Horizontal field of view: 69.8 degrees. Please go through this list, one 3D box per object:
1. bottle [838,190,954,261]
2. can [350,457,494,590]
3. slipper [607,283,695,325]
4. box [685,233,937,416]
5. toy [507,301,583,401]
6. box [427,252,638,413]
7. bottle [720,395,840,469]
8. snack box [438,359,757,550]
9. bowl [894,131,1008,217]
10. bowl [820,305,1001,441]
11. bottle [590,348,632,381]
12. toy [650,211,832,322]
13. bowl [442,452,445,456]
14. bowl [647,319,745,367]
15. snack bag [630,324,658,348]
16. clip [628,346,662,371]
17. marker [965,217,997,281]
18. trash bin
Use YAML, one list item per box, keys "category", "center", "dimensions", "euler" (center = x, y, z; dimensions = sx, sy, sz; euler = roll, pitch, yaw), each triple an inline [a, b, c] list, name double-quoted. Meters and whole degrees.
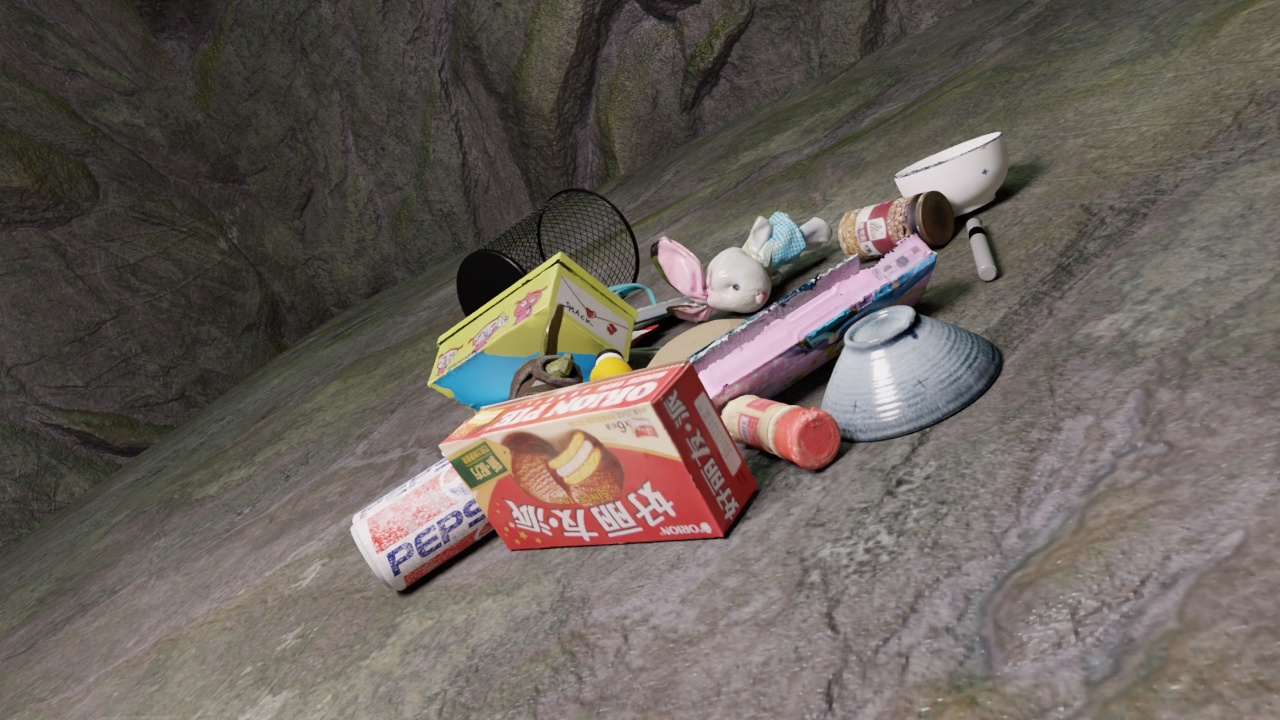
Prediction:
- category: "bottle"
  center: [0.261, -0.137, 0.944]
  dimensions: [0.056, 0.056, 0.105]
  euler: [-39, 19, -32]
- category: "can"
  center: [-0.180, 0.137, 0.815]
  dimensions: [0.136, 0.078, 0.078]
  euler: [-33, 17, -12]
- category: "slipper"
  center: [-0.062, -0.053, 1.144]
  dimensions: [0.269, 0.054, 0.098]
  euler: [-17, -2, 5]
- category: "box"
  center: [0.139, -0.027, 0.771]
  dimensions: [0.230, 0.053, 0.085]
  euler: [-32, -23, -10]
- category: "toy"
  center: [-0.086, 0.050, 0.850]
  dimensions: [0.078, 0.180, 0.152]
  euler: [12, 21, -10]
- category: "box"
  center: [-0.123, -0.013, 1.012]
  dimensions: [0.222, 0.124, 0.080]
  euler: [-29, 38, 40]
- category: "bottle"
  center: [0.101, 0.050, 0.677]
  dimensions: [0.044, 0.044, 0.109]
  euler: [-34, 16, -16]
- category: "snack box"
  center: [-0.039, 0.079, 0.696]
  dimensions: [0.237, 0.113, 0.060]
  euler: [-13, 23, 42]
- category: "bowl"
  center: [0.330, -0.188, 0.958]
  dimensions: [0.113, 0.063, 0.113]
  euler: [-24, 10, 4]
- category: "bowl"
  center: [0.185, -0.003, 0.670]
  dimensions: [0.137, 0.057, 0.137]
  euler: [-26, 17, 9]
- category: "bottle"
  center: [-0.023, 0.039, 0.847]
  dimensions: [0.043, 0.043, 0.143]
  euler: [-26, 33, 10]
- category: "toy"
  center: [0.128, -0.097, 1.032]
  dimensions: [0.205, 0.131, 0.105]
  euler: [-22, 47, -7]
- category: "bowl"
  center: [-0.154, 0.088, 0.985]
  dimensions: [0.110, 0.040, 0.109]
  euler: [-27, 16, 8]
- category: "bowl"
  center: [0.059, 0.004, 0.867]
  dimensions: [0.152, 0.050, 0.152]
  euler: [-26, 17, 8]
- category: "snack bag"
  center: [-0.065, 0.000, 1.101]
  dimensions: [0.131, 0.039, 0.143]
  euler: [-11, 23, 51]
- category: "clip"
  center: [-0.003, -0.001, 1.025]
  dimensions: [0.076, 0.059, 0.023]
  euler: [-14, 19, 2]
- category: "marker"
  center: [0.310, -0.103, 0.835]
  dimensions: [0.016, 0.016, 0.140]
  euler: [-22, 18, 23]
- category: "trash bin"
  center: [-0.135, -0.122, 1.289]
  dimensions: [0.185, 0.184, 0.209]
  euler: [-14, 17, 40]
